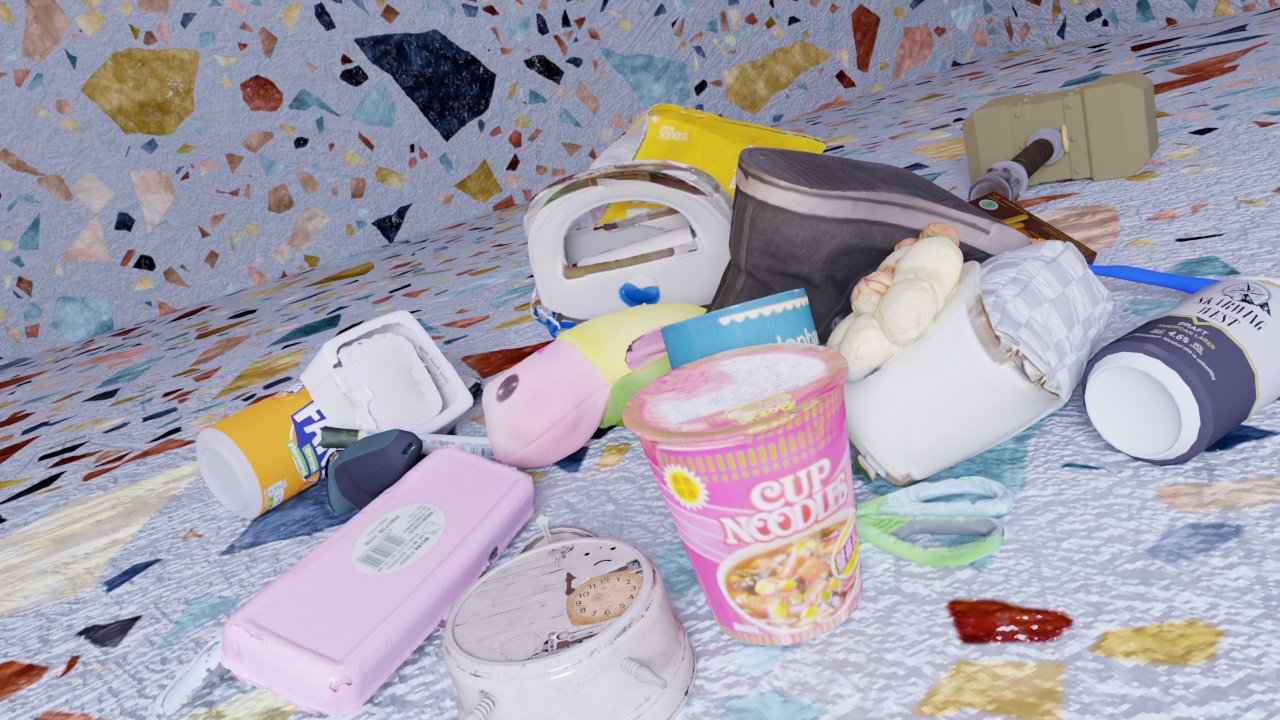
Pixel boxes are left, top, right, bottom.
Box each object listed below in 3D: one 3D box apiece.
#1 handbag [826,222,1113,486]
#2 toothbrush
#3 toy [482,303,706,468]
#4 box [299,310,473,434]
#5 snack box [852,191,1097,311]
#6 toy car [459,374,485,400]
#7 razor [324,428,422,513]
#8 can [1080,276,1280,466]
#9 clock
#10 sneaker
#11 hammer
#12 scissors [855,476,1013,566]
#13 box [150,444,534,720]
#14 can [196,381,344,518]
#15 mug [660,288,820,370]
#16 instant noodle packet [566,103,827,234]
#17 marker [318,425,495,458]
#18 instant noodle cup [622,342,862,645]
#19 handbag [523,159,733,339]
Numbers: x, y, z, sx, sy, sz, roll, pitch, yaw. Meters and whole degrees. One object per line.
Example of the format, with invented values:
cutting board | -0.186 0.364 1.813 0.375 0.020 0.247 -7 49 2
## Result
handbag | 0.180 -0.018 0.510 0.171 0.123 0.113 -30 -12 -45
toothbrush | 0.344 -0.058 0.616 0.016 0.018 0.183 -34 37 -32
toy | -0.004 0.004 0.670 0.237 0.088 0.190 -25 7 -26
box | -0.199 0.019 0.731 0.102 0.107 0.076 -33 -8 -48
snack box | 0.236 -0.065 0.692 0.185 0.032 0.101 -23 48 -23
toy car | -0.199 0.030 0.863 0.105 0.033 0.048 -9 16 17
razor | -0.178 0.073 0.619 0.143 0.052 0.047 -25 25 54
can | 0.285 0.001 0.460 0.127 0.064 0.064 -24 19 -25
clock | -0.035 0.110 0.407 0.103 0.061 0.156 -16 19 0
sneaker | 0.151 -0.063 0.610 0.234 0.120 0.095 -2 34 -32
hammer | 0.411 -0.212 0.966 0.191 0.101 0.323 -2 22 39
scissors | 0.094 0.083 0.462 0.176 0.033 0.078 -12 19 28
box | -0.156 0.111 0.502 0.150 0.073 0.201 -8 17 24
can | -0.279 0.062 0.749 0.079 0.079 0.142 -2 22 38
mug | 0.074 0.018 0.520 0.085 0.104 0.112 -15 -1 43
instant noodle packet | 0.037 -0.137 0.805 0.162 0.084 0.222 8 -28 -24
marker | -0.162 0.062 0.677 0.146 0.017 0.017 4 17 -3
instant noodle cup | 0.053 0.060 0.403 0.098 0.109 0.097 -15 17 4
handbag | 0.001 -0.076 0.754 0.201 0.199 0.092 -14 54 15
